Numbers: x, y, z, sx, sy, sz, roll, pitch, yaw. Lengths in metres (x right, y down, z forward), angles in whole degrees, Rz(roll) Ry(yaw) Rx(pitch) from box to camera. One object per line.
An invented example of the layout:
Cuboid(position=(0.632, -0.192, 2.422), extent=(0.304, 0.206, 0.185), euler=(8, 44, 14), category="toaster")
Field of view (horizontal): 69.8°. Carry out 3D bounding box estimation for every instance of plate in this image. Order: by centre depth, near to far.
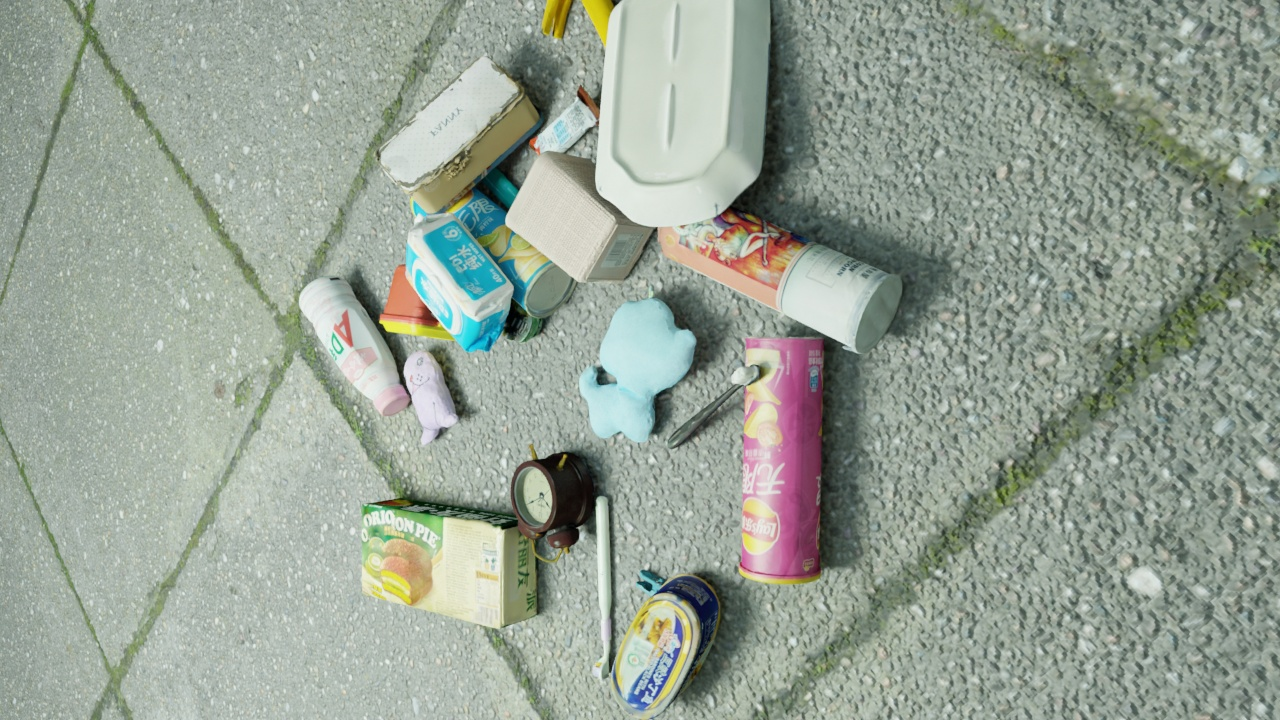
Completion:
Cuboid(position=(0.033, -0.251, 0.829), extent=(0.162, 0.034, 0.265), euler=(0, 77, 21), category="plate")

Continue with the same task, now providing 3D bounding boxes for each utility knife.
Cuboid(position=(-0.175, -0.217, 1.043), extent=(0.216, 0.013, 0.029), euler=(46, 118, 23), category="utility knife")

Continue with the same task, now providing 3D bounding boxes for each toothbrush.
Cuboid(position=(0.060, 0.046, 0.838), extent=(0.182, 0.018, 0.015), euler=(130, 132, -56), category="toothbrush")
Cuboid(position=(-0.040, 0.236, 0.959), extent=(0.020, 0.029, 0.189), euler=(0, 91, -6), category="toothbrush")

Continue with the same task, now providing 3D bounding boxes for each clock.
Cuboid(position=(-0.094, 0.152, 0.968), extent=(0.082, 0.055, 0.122), euler=(10, 99, 42), category="clock")

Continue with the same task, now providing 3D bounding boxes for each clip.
Cuboid(position=(0.020, 0.230, 0.919), extent=(0.056, 0.014, 0.042), euler=(28, 108, 29), category="clip")

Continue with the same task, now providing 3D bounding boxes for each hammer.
Cuboid(position=(-0.010, -0.288, 0.910), extent=(0.129, 0.032, 0.300), euler=(-35, 72, 32), category="hammer")

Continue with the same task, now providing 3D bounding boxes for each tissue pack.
Cuboid(position=(-0.193, -0.080, 0.958), extent=(0.140, 0.063, 0.090), euler=(50, 151, 12), category="tissue pack")

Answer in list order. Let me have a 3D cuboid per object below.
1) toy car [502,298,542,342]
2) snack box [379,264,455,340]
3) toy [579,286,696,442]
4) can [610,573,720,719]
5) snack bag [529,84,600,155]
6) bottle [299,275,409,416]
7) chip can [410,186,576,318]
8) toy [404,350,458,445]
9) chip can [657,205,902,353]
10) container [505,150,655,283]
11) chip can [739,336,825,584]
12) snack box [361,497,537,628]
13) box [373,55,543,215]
Cuboid(position=(-0.146, -0.057, 1.014), extent=(0.091, 0.036, 0.043), euler=(41, 115, 25), category="toy car")
Cuboid(position=(-0.240, -0.066, 1.051), extent=(0.082, 0.091, 0.080), euler=(8, 89, 36), category="snack box")
Cuboid(position=(-0.005, 0.005, 0.907), extent=(0.162, 0.049, 0.156), euler=(4, 101, 43), category="toy")
Cuboid(position=(0.023, 0.277, 0.885), extent=(0.074, 0.049, 0.148), euler=(31, 114, 19), category="can")
Cuboid(position=(-0.079, -0.239, 0.962), extent=(0.104, 0.026, 0.048), euler=(-38, 82, 36), category="snack bag")
Cuboid(position=(-0.354, -0.017, 1.149), extent=(0.068, 0.068, 0.197), euler=(-48, 68, 27), category="bottle")
Cuboid(position=(-0.162, -0.132, 1.002), extent=(0.210, 0.071, 0.071), euler=(39, 113, 28), category="chip can")
Cuboid(position=(-0.253, 0.040, 1.093), extent=(0.084, 0.038, 0.108), euler=(-36, 72, 40), category="toy")
Cuboid(position=(0.116, -0.082, 0.803), extent=(0.215, 0.071, 0.071), euler=(30, 108, 32), category="chip can")
Cuboid(position=(-0.056, -0.138, 0.917), extent=(0.111, 0.089, 0.090), euler=(42, 114, 23), category="container")
Cuboid(position=(0.124, 0.083, 0.802), extent=(0.071, 0.071, 0.210), euler=(3, 93, 36), category="chip can")
Cuboid(position=(-0.227, 0.230, 1.066), extent=(0.241, 0.063, 0.114), euler=(0, 91, 36), category="snack box")
Cuboid(position=(-0.190, -0.245, 0.985), extent=(0.184, 0.061, 0.090), euler=(-40, 63, -3), category="box")
